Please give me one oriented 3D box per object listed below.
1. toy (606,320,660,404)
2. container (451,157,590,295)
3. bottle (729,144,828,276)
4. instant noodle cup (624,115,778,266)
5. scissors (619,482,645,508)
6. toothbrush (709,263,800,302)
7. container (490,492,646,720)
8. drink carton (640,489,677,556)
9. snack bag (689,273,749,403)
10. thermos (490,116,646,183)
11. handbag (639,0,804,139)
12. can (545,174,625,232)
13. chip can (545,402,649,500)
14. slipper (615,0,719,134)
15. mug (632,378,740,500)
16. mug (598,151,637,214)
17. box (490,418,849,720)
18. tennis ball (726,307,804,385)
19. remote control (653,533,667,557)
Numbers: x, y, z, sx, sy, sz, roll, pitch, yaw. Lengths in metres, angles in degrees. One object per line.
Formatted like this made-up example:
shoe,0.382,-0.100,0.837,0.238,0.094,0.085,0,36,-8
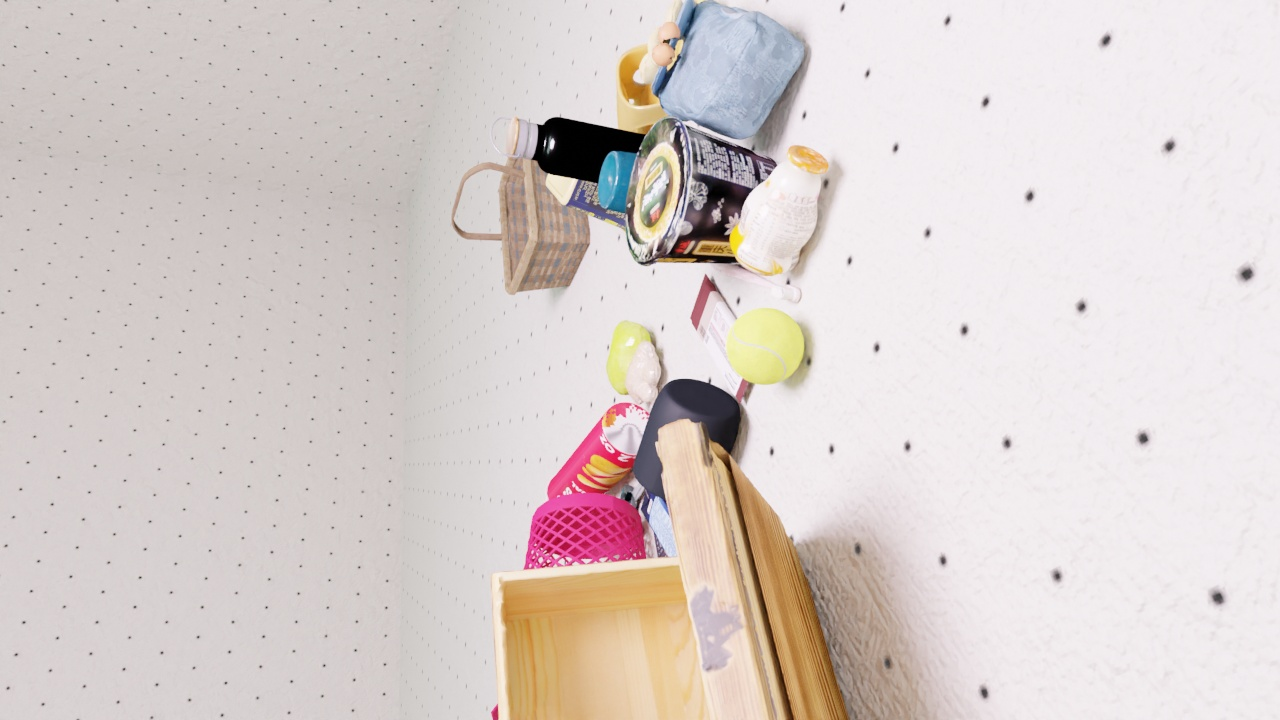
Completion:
toy,-0.006,0.006,1.081,0.115,0.046,0.092,48,130,53
container,-0.193,-0.236,1.423,0.158,0.186,0.249,122,147,-48
bottle,0.119,-0.126,0.771,0.063,0.063,0.109,-107,31,-45
instant noodle cup,0.063,-0.148,0.855,0.137,0.112,0.137,-174,90,-68
scissors,-0.023,0.181,1.111,0.140,0.019,0.128,-170,87,-67
toothbrush,0.101,-0.079,0.869,0.181,0.018,0.016,-141,60,-66
container,-0.060,0.272,0.994,0.184,0.183,0.225,121,155,-47
drink carton,0.049,0.159,0.870,0.130,0.064,0.040,-128,48,-61
snack bag,0.081,-0.025,0.908,0.157,0.013,0.057,-115,35,-53
thermos,-0.048,-0.223,0.991,0.061,0.231,0.061,-174,91,-69
handbag,0.062,-0.284,0.876,0.122,0.118,0.191,-58,25,14
can,-0.050,-0.219,1.146,0.075,0.104,0.135,-65,24,14
chip can,-0.052,0.128,1.130,0.221,0.069,0.069,129,142,-53
slipper,0.013,-0.323,1.077,0.264,0.078,0.099,137,133,-58
mug,0.049,0.068,0.890,0.121,0.085,0.095,-61,-11,-64
mug,0.022,-0.177,0.953,0.078,0.121,0.078,-175,91,-69
box,0.047,0.231,0.626,0.316,0.282,0.278,102,162,-50
tennis ball,0.105,-0.012,0.773,0.065,0.065,0.065,-174,91,-69
remote control,0.022,0.164,1.004,0.032,0.015,0.136,117,153,-42
